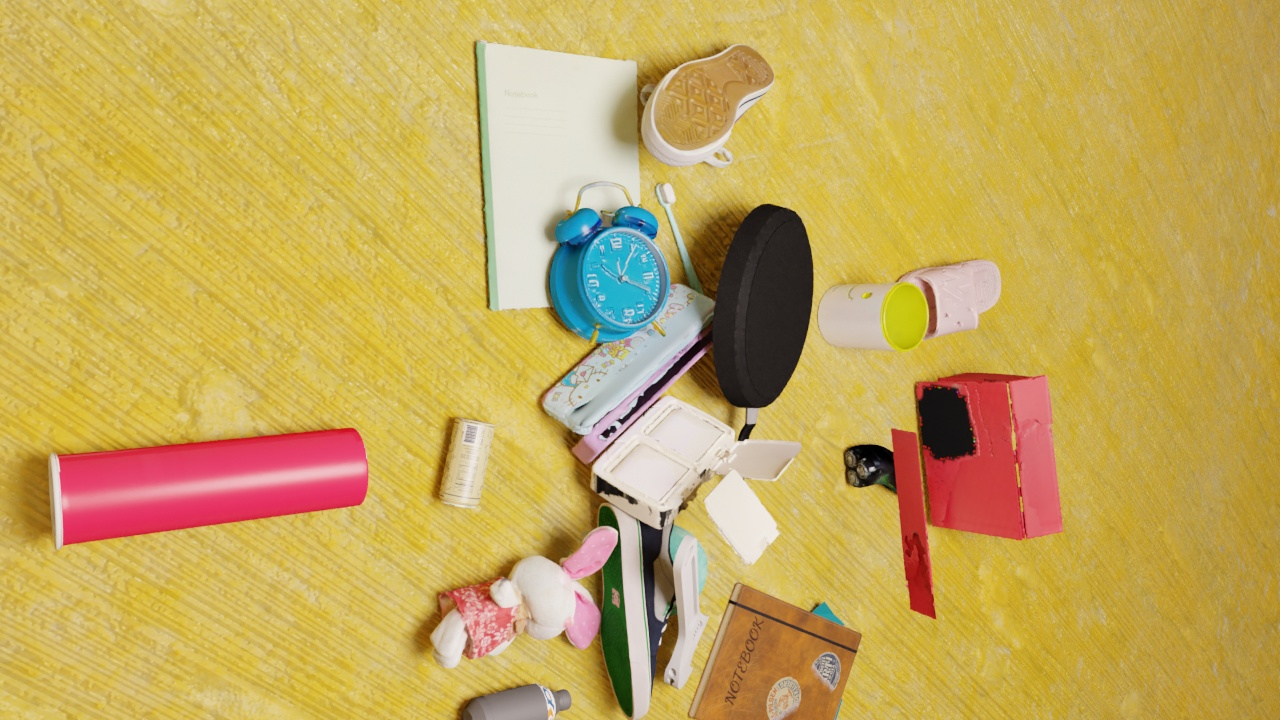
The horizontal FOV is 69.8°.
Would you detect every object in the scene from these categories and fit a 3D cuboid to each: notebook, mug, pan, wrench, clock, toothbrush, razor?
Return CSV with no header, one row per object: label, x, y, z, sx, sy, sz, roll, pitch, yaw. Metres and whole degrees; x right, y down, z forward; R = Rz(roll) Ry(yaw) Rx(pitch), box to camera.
notebook,-0.075,-0.179,0.917,0.181,0.010,0.252,-5,96,-34
mug,0.282,-0.054,1.116,0.082,0.106,0.082,-3,95,-35
pan,0.134,0.007,1.018,0.224,0.034,0.356,-11,109,-60
wrench,0.044,0.260,0.933,0.274,0.018,0.086,83,31,-53
clock,-0.031,-0.095,0.907,0.116,0.060,0.161,-12,93,-31
toothbrush,0.052,-0.109,1.009,0.016,0.017,0.181,-31,111,-31
notebook,0.181,0.378,1.132,0.249,0.014,0.178,29,77,-33
razor,0.321,0.155,1.201,0.067,0.054,0.151,-48,130,9

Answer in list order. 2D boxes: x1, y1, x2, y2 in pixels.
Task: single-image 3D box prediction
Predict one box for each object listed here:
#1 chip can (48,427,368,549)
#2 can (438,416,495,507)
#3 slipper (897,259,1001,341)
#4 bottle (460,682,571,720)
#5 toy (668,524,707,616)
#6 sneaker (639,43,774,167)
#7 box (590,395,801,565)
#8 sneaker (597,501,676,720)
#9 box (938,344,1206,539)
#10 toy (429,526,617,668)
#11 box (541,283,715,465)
chip can,-0.332,0.096,0.721,0.220,0.069,0.069,-3,95,-35
can,-0.162,0.095,0.858,0.038,0.038,0.079,14,85,-35
slipper,0.428,-0.086,1.243,0.238,0.064,0.094,-18,103,-34
bottle,-0.119,0.345,0.900,0.112,0.047,0.047,-1,94,-35
toy,0.035,0.232,1.011,0.085,0.033,0.105,16,87,-25
sneaker,0.059,-0.256,0.961,0.118,0.088,0.240,47,44,-4
box,0.063,0.105,0.910,0.143,0.191,0.069,-44,150,-39
sneaker,0.006,0.257,0.951,0.079,0.084,0.235,-6,100,-26
box,0.584,0.102,1.254,0.325,0.153,0.214,-10,96,-8
toy,-0.110,0.235,0.879,0.193,0.084,0.159,-11,127,-35
box,0.003,0.012,0.947,0.213,0.077,0.096,-42,114,-25
